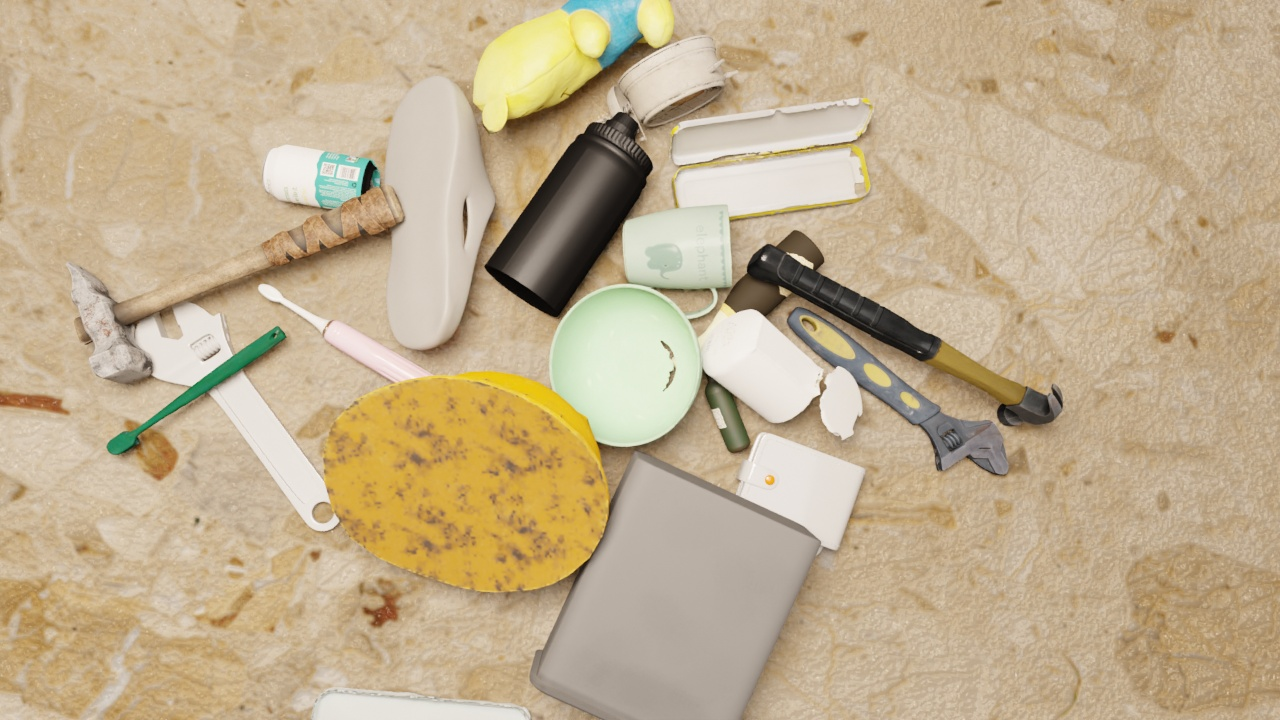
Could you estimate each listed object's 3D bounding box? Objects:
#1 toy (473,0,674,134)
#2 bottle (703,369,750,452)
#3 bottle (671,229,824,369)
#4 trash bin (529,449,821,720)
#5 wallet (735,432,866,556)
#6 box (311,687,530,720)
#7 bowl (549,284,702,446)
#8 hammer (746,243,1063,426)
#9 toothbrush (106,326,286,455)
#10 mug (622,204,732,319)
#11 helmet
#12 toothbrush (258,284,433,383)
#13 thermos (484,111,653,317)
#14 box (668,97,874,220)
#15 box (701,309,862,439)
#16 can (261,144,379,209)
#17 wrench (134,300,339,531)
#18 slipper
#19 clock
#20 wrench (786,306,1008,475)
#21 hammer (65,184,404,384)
[{"bbox_3d":[-0.073,-0.304,0.893,0.214,0.149,0.084,-28,109,-2],"label":"toy"},{"bbox_3d":[0.080,0.040,0.911,0.025,0.025,0.106,-23,96,-7],"label":"bottle"},{"bbox_3d":[0.103,-0.054,0.924,0.184,0.045,0.045,-43,88,-1],"label":"bottle"},{"bbox_3d":[0.032,0.222,0.841,0.192,0.097,0.220,25,90,-1],"label":"trash bin"},{"bbox_3d":[0.149,0.141,0.907,0.118,0.037,0.115,20,87,-3],"label":"wallet"},{"bbox_3d":[-0.205,0.352,0.837,0.215,0.106,0.126,11,59,-3],"label":"box"},{"bbox_3d":[-0.005,0.005,0.880,0.151,0.077,0.151,-1,89,20],"label":"bowl"},{"bbox_3d":[0.256,-0.022,0.881,0.333,0.118,0.025,28,79,-6],"label":"hammer"},{"bbox_3d":[-0.417,0.029,0.866,0.189,0.017,0.016,-37,89,-8],"label":"toothbrush"},{"bbox_3d":[0.038,-0.095,0.910,0.104,0.084,0.111,-4,109,5],"label":"mug"},{"bbox_3d":[-0.140,0.091,0.839,0.256,0.131,0.205,3,111,12],"label":"helmet"},{"bbox_3d":[-0.276,-0.015,0.896,0.222,0.027,0.027,31,68,0],"label":"toothbrush"},{"bbox_3d":[-0.061,-0.148,0.900,0.086,0.086,0.198,33,81,0],"label":"thermos"},{"bbox_3d":[0.134,-0.206,0.941,0.210,0.057,0.117,-9,119,-5],"label":"box"},{"bbox_3d":[0.140,0.022,0.892,0.166,0.093,0.083,39,48,-27],"label":"box"},{"bbox_3d":[-0.311,-0.177,0.899,0.101,0.055,0.055,9,82,-3],"label":"can"},{"bbox_3d":[-0.385,0.057,0.883,0.086,0.018,0.273,-36,88,-8],"label":"wrench"},{"bbox_3d":[-0.188,-0.138,0.897,0.113,0.080,0.265,-11,76,38],"label":"slipper"},{"bbox_3d":[0.018,-0.265,0.925,0.157,0.103,0.061,-24,92,18],"label":"clock"},{"bbox_3d":[0.263,0.034,0.937,0.273,0.022,0.073,38,81,0],"label":"wrench"},{"bbox_3d":[-0.375,-0.089,0.858,0.318,0.049,0.121,-23,80,-3],"label":"hammer"}]
